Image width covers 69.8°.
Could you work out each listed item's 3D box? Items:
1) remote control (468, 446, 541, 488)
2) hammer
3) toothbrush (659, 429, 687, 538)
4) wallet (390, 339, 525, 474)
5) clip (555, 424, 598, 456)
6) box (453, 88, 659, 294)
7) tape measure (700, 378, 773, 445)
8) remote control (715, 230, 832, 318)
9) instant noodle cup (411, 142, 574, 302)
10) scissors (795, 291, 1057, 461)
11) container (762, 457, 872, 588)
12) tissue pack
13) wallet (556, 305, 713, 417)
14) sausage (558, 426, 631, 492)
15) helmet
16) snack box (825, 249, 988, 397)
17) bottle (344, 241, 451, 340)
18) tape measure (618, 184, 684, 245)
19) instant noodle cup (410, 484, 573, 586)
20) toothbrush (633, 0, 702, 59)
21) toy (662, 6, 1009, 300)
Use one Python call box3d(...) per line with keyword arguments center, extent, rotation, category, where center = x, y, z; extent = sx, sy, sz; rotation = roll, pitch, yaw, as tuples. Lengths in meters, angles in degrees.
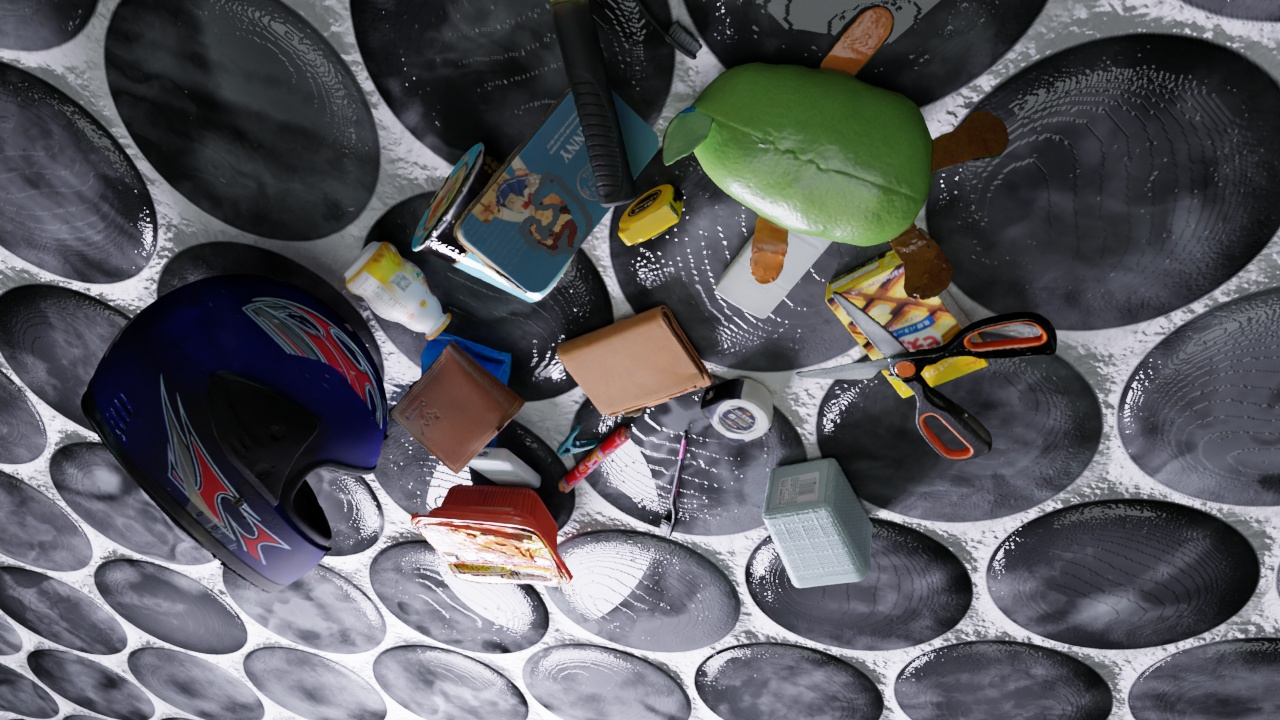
box3d(center=(-0.158, 0.124, 1.058), extent=(0.056, 0.020, 0.136), rotation=(1, 160, 13), category="remote control")
box3d(center=(-0.053, -0.261, 0.666), extent=(0.129, 0.032, 0.301), rotation=(-6, 112, 22), category="hammer")
box3d(center=(0.039, 0.145, 1.065), extent=(0.018, 0.014, 0.190), rotation=(20, 134, 15), category="toothbrush")
box3d(center=(-0.192, 0.049, 0.954), extent=(0.101, 0.032, 0.125), rotation=(42, 120, -8), category="wallet")
box3d(center=(-0.077, 0.095, 1.053), extent=(0.055, 0.013, 0.034), rotation=(-31, 116, 33), category="clip")
box3d(center=(-0.066, -0.145, 0.748), extent=(0.090, 0.061, 0.184), rotation=(38, 87, -19), category="box")
box3d(center=(0.104, 0.051, 0.948), extent=(0.066, 0.033, 0.066), rotation=(-24, 122, 35), category="tape measure")
box3d(center=(0.127, -0.100, 0.815), extent=(0.058, 0.021, 0.150), rotation=(29, 132, -10), category="remote control")
box3d(center=(-0.125, -0.116, 0.827), extent=(0.120, 0.111, 0.111), rotation=(32, 132, -24), category="instant noodle cup")
box3d(center=(0.261, 0.009, 0.834), extent=(0.235, 0.021, 0.221), rotation=(-17, 121, 29), category="scissors")
box3d(center=(0.190, 0.174, 0.997), extent=(0.090, 0.089, 0.111), rotation=(-15, 122, 26), category="container")
box3d(center=(-0.193, 0.036, 1.007), extent=(0.095, 0.052, 0.157), rotation=(18, 133, 3), category="tissue pack")
box3d(center=(-0.006, 0.006, 0.941), extent=(0.132, 0.031, 0.108), rotation=(-20, 120, 30), category="wallet")
box3d(center=(-0.056, 0.117, 1.061), extent=(0.020, 0.020, 0.156), rotation=(34, 131, -15), category="sausage")
box3d(center=(-0.382, 0.058, 0.950), extent=(0.240, 0.247, 0.315), rotation=(-37, 115, -11), category="helmet")
box3d(center=(0.242, -0.034, 0.834), extent=(0.087, 0.033, 0.140), rotation=(-26, 122, 34), category="snack box")
box3d(center=(-0.241, -0.067, 0.921), extent=(0.063, 0.063, 0.108), rotation=(-30, 117, 35), category="bottle")
box3d(center=(0.012, -0.126, 0.800), extent=(0.060, 0.057, 0.029), rotation=(-26, 117, 28), category="tape measure")
box3d(center=(-0.175, 0.211, 1.123), extent=(0.165, 0.079, 0.189), rotation=(1, 146, 15), category="instant noodle cup")
box3d(center=(-0.023, -0.297, 0.689), extent=(0.189, 0.014, 0.016), rotation=(40, 128, -18), category="toothbrush")
box3d(center=(0.145, -0.157, 0.712), extent=(0.247, 0.089, 0.227), rotation=(23, 107, 5), category="toy")
